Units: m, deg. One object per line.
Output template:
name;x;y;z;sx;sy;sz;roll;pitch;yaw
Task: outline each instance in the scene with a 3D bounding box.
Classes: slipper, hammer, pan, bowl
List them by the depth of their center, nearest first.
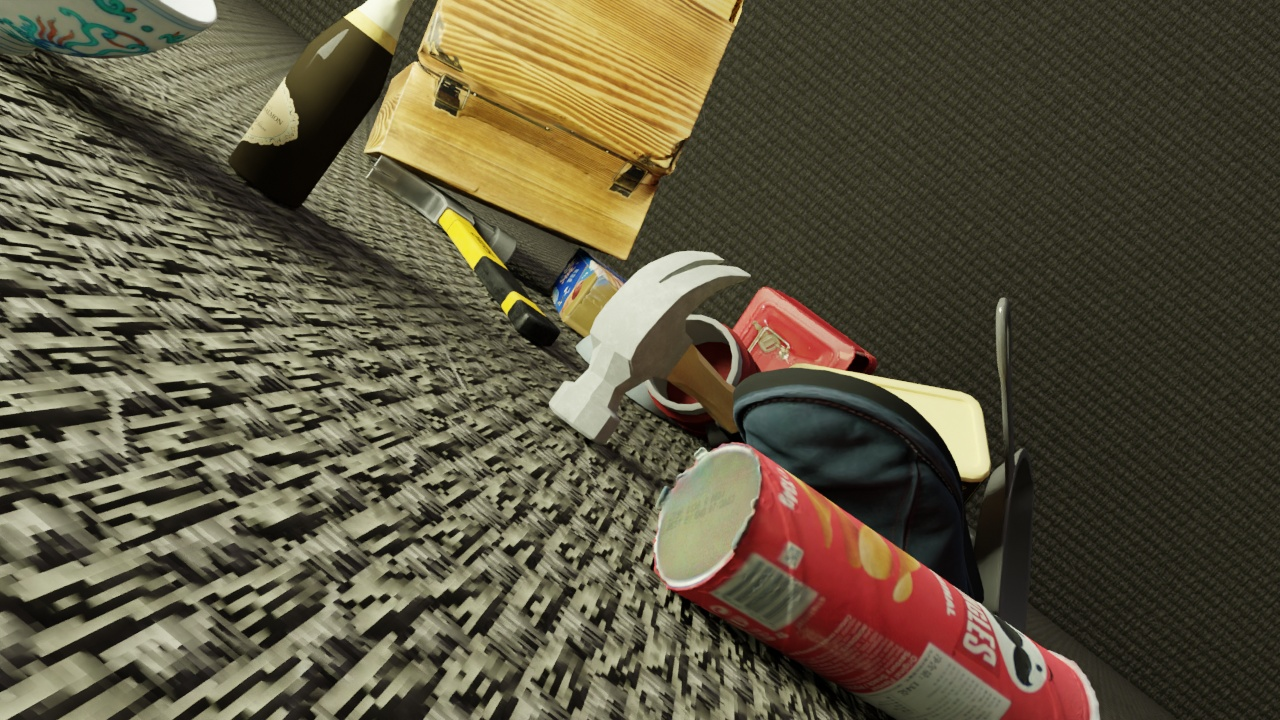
bowl;-0.268;-0.181;0.395;0.144;0.074;0.144;51;7;-9
slipper;0.128;0.112;0.520;0.109;0.083;0.266;-2;-42;34
hammer;0.061;0.031;0.638;0.039;0.131;0.328;35;-2;33
pan;0.252;0.110;0.645;0.024;0.215;0.355;4;-53;28
hammer;-0.144;-0.092;0.814;0.169;0.034;0.324;33;8;-36
bowl;-0.005;0.005;0.830;0.106;0.039;0.106;37;5;-4

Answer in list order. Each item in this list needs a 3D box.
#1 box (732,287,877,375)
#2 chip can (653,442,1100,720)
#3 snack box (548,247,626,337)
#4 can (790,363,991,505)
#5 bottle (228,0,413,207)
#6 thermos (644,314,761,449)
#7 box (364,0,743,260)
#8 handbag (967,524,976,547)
box;0.141;0.024;0.919;0.130;0.158;0.097;40;16;22
chip can;0.111;0.122;0.419;0.233;0.073;0.073;35;6;-23
snack box;-0.016;-0.044;1.022;0.155;0.069;0.202;37;5;-16
can;0.143;0.068;0.597;0.135;0.105;0.075;10;50;-1
bottle;-0.159;-0.172;0.516;0.045;0.184;0.045;37;6;-4
thermos;0.069;0.039;0.781;0.198;0.084;0.108;43;33;-66
box;-0.094;-0.312;0.970;0.279;0.336;0.286;23;5;-23
handbag;0.214;0.121;0.776;0.176;0.072;0.196;41;-14;34
